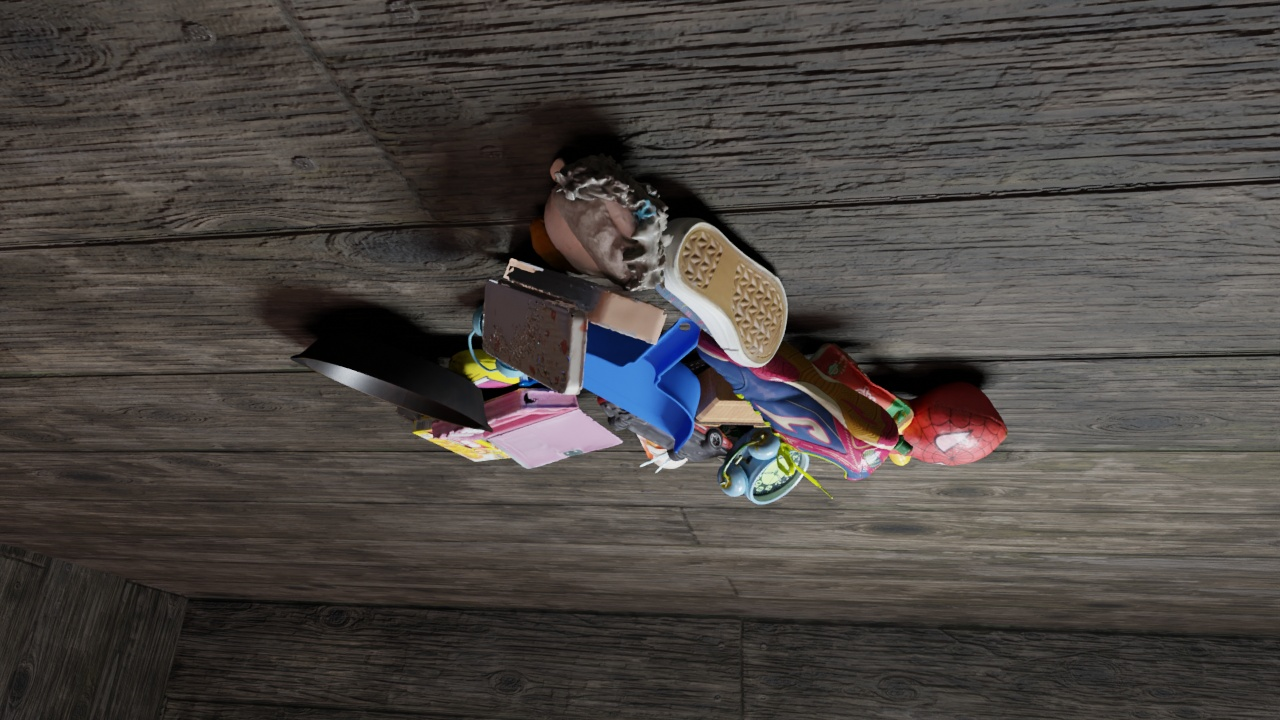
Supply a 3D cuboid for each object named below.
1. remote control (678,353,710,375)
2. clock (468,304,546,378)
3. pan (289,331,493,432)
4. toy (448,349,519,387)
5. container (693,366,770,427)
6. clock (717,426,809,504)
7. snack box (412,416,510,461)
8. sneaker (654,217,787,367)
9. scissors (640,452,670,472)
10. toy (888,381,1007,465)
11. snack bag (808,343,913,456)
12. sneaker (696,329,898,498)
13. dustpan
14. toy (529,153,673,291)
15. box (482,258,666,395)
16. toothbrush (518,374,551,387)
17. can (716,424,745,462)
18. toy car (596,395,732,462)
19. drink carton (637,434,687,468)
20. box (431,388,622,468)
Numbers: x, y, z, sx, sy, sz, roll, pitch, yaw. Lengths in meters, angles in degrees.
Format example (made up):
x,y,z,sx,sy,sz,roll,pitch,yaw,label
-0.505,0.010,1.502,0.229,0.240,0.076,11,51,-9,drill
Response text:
x,y,z,sx,sy,sz,roll,pitch,yaw,label
0.051,0.010,1.115,0.039,0.010,0.125,24,150,-38,remote control
-0.145,-0.024,0.986,0.123,0.087,0.041,-26,-174,39,clock
-0.296,0.034,1.149,0.248,0.043,0.356,21,167,-6,pan
-0.187,0.011,1.114,0.094,0.041,0.096,14,164,-31,toy
0.121,0.039,1.095,0.114,0.063,0.061,2,154,-14,container
0.164,0.140,1.259,0.162,0.060,0.118,14,116,-46,clock
-0.267,0.117,1.391,0.075,0.025,0.152,-9,153,27,snack box
0.066,-0.070,0.873,0.079,0.087,0.235,22,170,38,sneaker
0.065,0.131,1.333,0.109,0.015,0.133,10,132,-40,scissors
0.329,0.075,1.113,0.216,0.098,0.147,-1,167,13,toy
0.246,0.053,1.043,0.155,0.044,0.087,42,120,4,snack bag
0.155,0.051,0.991,0.242,0.116,0.091,32,124,2,sneaker
-0.006,0.006,1.011,0.245,0.059,0.258,29,144,-14,dustpan
-0.036,-0.111,0.768,0.176,0.076,0.133,-5,123,56,toy
-0.065,-0.041,0.828,0.107,0.094,0.216,-12,-163,-26,box
-0.129,0.025,1.131,0.021,0.016,0.132,-9,177,8,toothbrush
0.132,0.123,1.308,0.053,0.053,0.101,-8,153,26,can
0.034,0.082,1.213,0.189,0.056,0.082,33,146,-30,toy car
0.031,0.115,1.339,0.069,0.038,0.122,-4,149,12,drink carton
-0.157,0.087,1.247,0.179,0.059,0.234,24,152,-36,box
